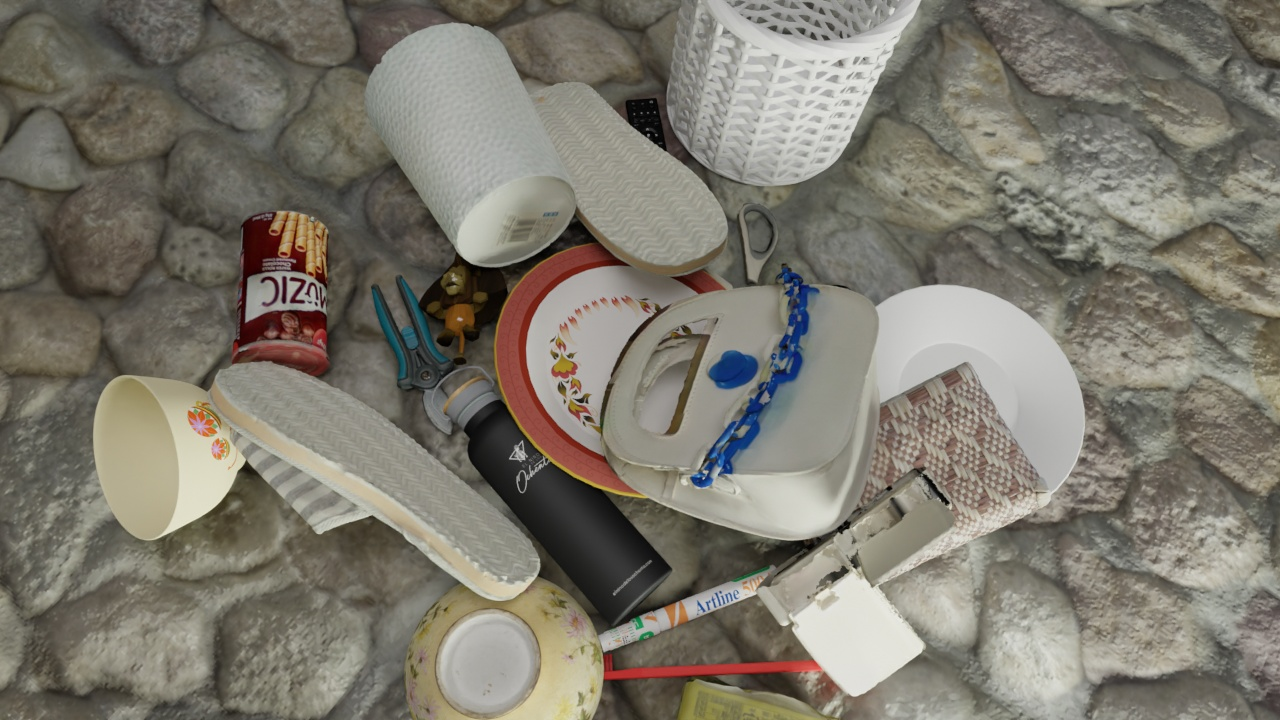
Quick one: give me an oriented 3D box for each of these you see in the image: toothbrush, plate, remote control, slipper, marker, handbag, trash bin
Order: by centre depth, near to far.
[{"bbox_3d":[0.067,0.019,0.657,0.200,0.093,0.200,5,47,20],"label":"handbag"},{"bbox_3d":[-0.194,0.090,0.666,0.272,0.114,0.054,32,110,6],"label":"slipper"},{"bbox_3d":[0.052,0.225,0.682,0.212,0.012,0.017,-1,68,-5],"label":"toothbrush"},{"bbox_3d":[0.038,0.188,0.694,0.145,0.017,0.017,-18,70,-12],"label":"marker"},{"bbox_3d":[0.202,0.095,0.713,0.186,0.047,0.124,-27,73,6],"label":"handbag"},{"bbox_3d":[-0.004,0.004,0.740,0.229,0.021,0.229,8,60,-14],"label":"plate"},{"bbox_3d":[-0.134,-0.171,0.756,0.133,0.133,0.161,-25,66,-14],"label":"trash bin"},{"bbox_3d":[0.270,0.032,0.778,0.208,0.015,0.208,2,68,-4],"label":"plate"},{"bbox_3d":[-0.019,-0.158,0.802,0.115,0.052,0.263,-28,56,-17],"label":"slipper"},{"bbox_3d":[0.011,-0.184,0.849,0.030,0.009,0.140,-7,68,-7],"label":"remote control"}]

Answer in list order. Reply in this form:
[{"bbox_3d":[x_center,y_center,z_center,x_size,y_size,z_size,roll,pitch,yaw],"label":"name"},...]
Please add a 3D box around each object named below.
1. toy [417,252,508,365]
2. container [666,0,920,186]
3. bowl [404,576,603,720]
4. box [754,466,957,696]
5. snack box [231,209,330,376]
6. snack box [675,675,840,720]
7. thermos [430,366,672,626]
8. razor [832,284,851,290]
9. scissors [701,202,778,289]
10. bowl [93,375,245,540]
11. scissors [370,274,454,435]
[{"bbox_3d":[-0.145,-0.041,0.746,0.076,0.063,0.100,-11,49,10],"label":"toy"},{"bbox_3d":[0.123,-0.280,0.801,0.189,0.187,0.189,2,67,-4],"label":"container"},{"bbox_3d":[-0.100,0.213,0.640,0.145,0.063,0.145,-1,66,2],"label":"bowl"},{"bbox_3d":[0.158,0.151,0.594,0.143,0.184,0.099,-39,77,9],"label":"box"},{"bbox_3d":[-0.287,-0.052,0.737,0.072,0.072,0.121,-4,67,-7],"label":"snack box"},{"bbox_3d":[0.067,0.320,0.629,0.121,0.045,0.180,14,64,3],"label":"snack box"},{"bbox_3d":[-0.075,0.093,0.700,0.061,0.061,0.231,-39,76,-18],"label":"thermos"},{"bbox_3d":[0.143,-0.005,0.754,0.063,0.053,0.140,37,57,-33],"label":"razor"},{"bbox_3d":[0.085,-0.070,0.807,0.157,0.013,0.170,15,69,2],"label":"scissors"},{"bbox_3d":[-0.337,0.065,0.678,0.073,0.118,0.118,-10,61,-55],"label":"bowl"},{"bbox_3d":[-0.179,-0.009,0.757,0.136,0.019,0.138,24,67,6],"label":"scissors"}]
